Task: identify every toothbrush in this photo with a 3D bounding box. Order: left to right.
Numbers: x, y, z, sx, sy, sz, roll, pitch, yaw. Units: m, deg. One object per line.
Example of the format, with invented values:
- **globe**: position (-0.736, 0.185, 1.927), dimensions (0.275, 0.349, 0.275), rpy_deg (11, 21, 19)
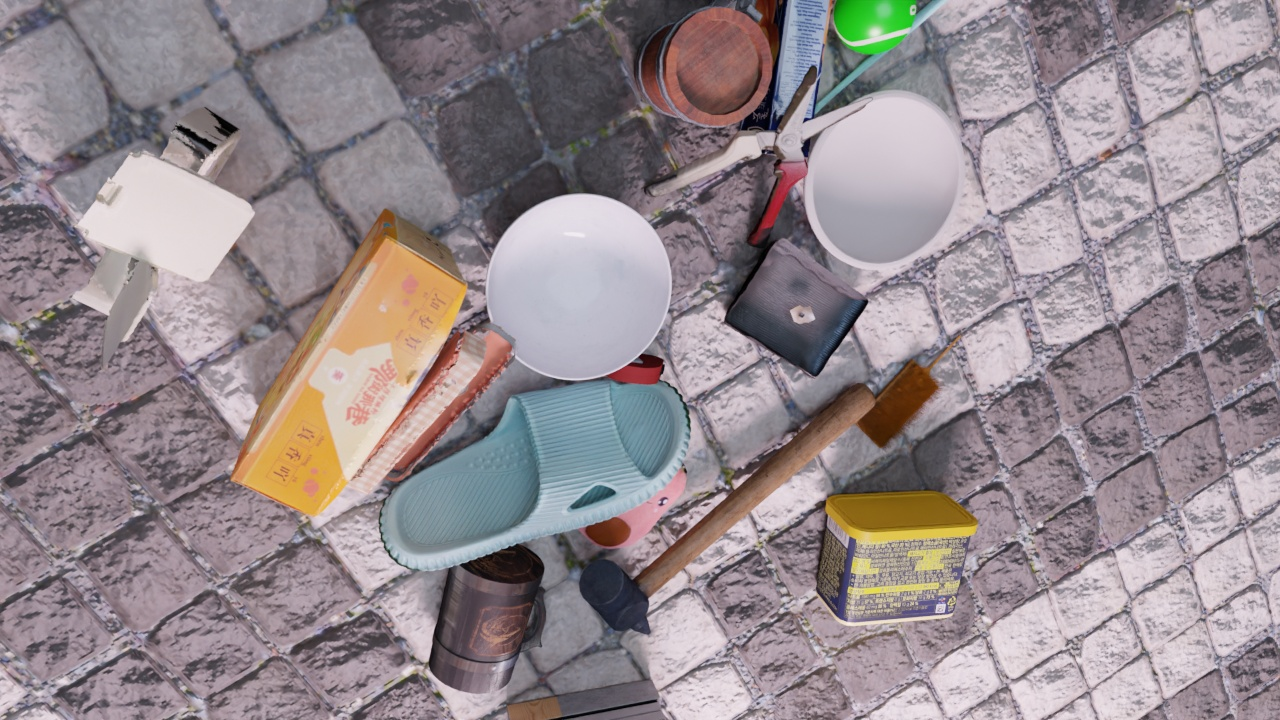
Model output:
- **toothbrush**: position (0.198, -0.260, 0.772), dimensions (0.180, 0.016, 0.016), rpy_deg (-39, 103, -1)

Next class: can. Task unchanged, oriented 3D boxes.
- **can**: position (0.245, 0.191, 0.891), dimensions (0.135, 0.075, 0.104), rpy_deg (0, 109, -16)

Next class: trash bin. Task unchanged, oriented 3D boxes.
- **trash bin**: position (-0.024, 0.420, 0.791), dimensions (0.142, 0.247, 0.142), rpy_deg (-6, 107, -14)

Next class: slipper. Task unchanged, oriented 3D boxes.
- **slipper**: position (-0.087, 0.089, 0.750), dimensions (0.276, 0.069, 0.116), rpy_deg (-21, 67, -5)

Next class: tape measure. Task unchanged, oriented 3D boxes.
- **tape measure**: position (-0.005, 0.005, 0.776), dimensions (0.059, 0.051, 0.019), rpy_deg (7, 104, -17)

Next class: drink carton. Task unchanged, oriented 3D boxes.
- **drink carton**: position (0.114, -0.229, 0.731), dimensions (0.040, 0.064, 0.130), rpy_deg (2, 107, -16)

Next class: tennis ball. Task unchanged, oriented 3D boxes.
- **tennis ball**: position (0.187, -0.280, 0.736), dimensions (0.065, 0.065, 0.065), rpy_deg (-4, 107, -14)

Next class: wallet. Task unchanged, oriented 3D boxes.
- **wallet**: position (0.136, -0.045, 0.814), dimensions (0.115, 0.026, 0.089), rpy_deg (31, 97, -22)

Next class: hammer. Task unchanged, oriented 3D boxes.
- **hammer**: position (0.091, 0.130, 0.837), dimensions (0.321, 0.040, 0.129), rpy_deg (-39, 145, -8)

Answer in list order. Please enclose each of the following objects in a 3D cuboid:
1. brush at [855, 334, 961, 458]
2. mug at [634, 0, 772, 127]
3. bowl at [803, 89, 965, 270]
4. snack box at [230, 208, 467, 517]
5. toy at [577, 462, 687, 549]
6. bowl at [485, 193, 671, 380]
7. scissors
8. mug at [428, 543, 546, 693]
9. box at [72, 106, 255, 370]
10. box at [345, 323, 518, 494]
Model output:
- **brush**: position (0.262, 0.028, 0.876), dimensions (0.048, 0.017, 0.126), rpy_deg (42, 92, -22)
- **mug**: position (0.051, -0.233, 0.687), dimensions (0.081, 0.111, 0.117), rpy_deg (33, 95, -22)
- **bowl**: position (0.202, -0.155, 0.790), dimensions (0.149, 0.043, 0.150), rpy_deg (-4, 107, -14)
- **snack box**: position (-0.203, -0.001, 0.669), dimensions (0.080, 0.145, 0.195), rpy_deg (32, 96, -22)
- **toy**: position (-0.012, 0.116, 0.807), dimensions (0.110, 0.051, 0.090), rpy_deg (-37, 115, -1)
- **bowl**: position (-0.055, -0.064, 0.729), dimensions (0.144, 0.074, 0.144), rpy_deg (-4, 107, -14)
- **scissors**: position (0.087, -0.151, 0.720), dimensions (0.179, 0.015, 0.199), rpy_deg (1, 148, 12)
- **mug**: position (-0.122, 0.219, 0.803), dimensions (0.115, 0.080, 0.107), rpy_deg (3, 108, -44)
- **box**: position (-0.305, -0.079, 0.597), dimensions (0.080, 0.180, 0.143), rpy_deg (32, 103, -23)
- **box**: position (-0.164, 0.044, 0.706), dimensions (0.067, 0.056, 0.188), rpy_deg (16, 132, -40)
